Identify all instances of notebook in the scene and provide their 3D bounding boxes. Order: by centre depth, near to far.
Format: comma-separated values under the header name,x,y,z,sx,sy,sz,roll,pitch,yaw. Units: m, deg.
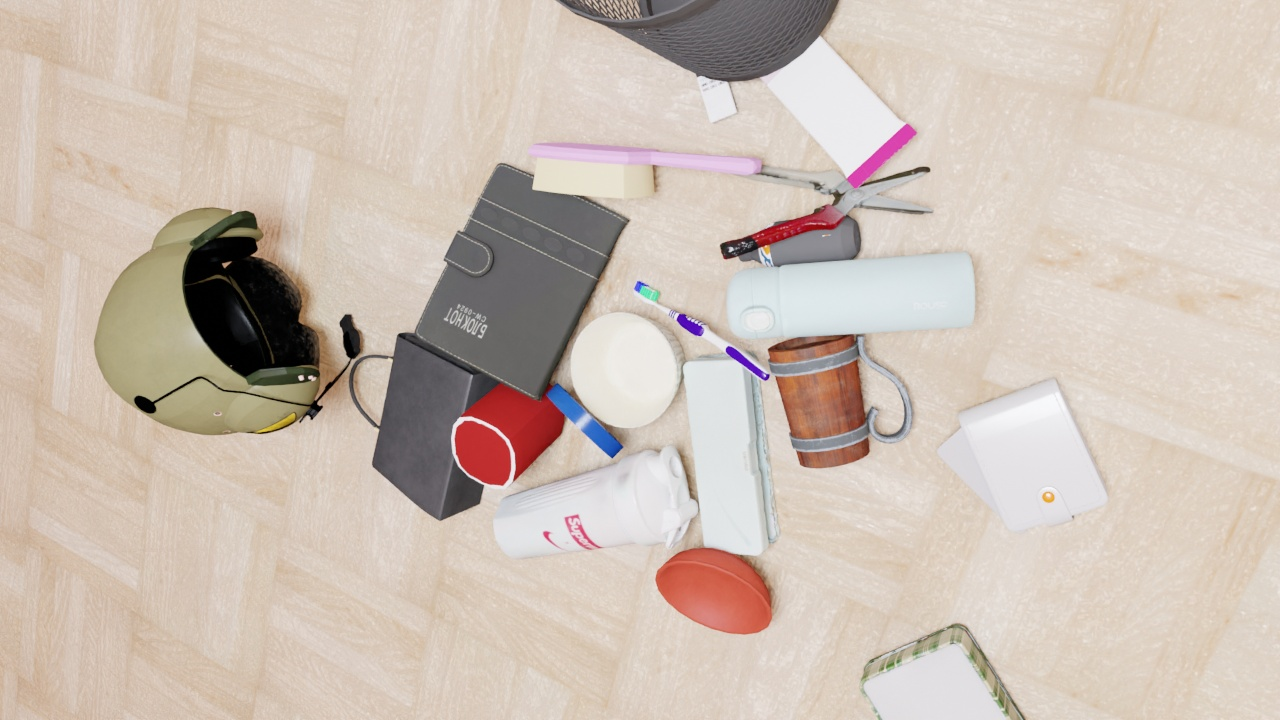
name,x,y,z,sx,sy,sz,roll,pitch,yaw
notebook,-0.129,-0.086,0.954,0.169,0.029,0.209,27,90,16

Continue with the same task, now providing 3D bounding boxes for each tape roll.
name,x,y,z,sx,sy,sz,roll,pitch,yaw
tape roll,-0.056,0.061,0.932,0.016,0.091,0.093,-46,104,-3

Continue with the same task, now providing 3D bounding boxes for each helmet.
name,x,y,z,sx,sy,sz,roll,pitch,yaw
helmet,-0.450,-0.032,1.004,0.233,0.255,0.250,-24,87,23

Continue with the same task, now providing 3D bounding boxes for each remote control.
name,x,y,z,sx,sy,sz,roll,pitch,yaw
remote control,0.062,-0.288,0.867,0.028,0.011,0.124,-16,92,26

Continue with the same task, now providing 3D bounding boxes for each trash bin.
name,x,y,z,sx,sy,sz,roll,pitch,yaw
trash bin,0.047,-0.345,0.730,0.218,0.227,0.218,1,92,24

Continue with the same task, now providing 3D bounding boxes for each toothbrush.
name,x,y,z,sx,sy,sz,roll,pitch,yaw
toothbrush,0.056,-0.031,0.886,0.187,0.015,0.016,36,110,36

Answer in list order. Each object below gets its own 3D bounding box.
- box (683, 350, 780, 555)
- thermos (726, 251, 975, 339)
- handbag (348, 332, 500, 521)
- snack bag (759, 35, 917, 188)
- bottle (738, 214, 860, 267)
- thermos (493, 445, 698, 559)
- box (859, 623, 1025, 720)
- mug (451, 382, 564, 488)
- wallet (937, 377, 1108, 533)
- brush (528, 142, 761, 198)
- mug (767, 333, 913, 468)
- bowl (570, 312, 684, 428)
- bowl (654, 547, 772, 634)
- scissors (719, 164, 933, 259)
name,x,y,z,sx,sy,sz,roll,pitch,yaw
box,0.086,0.092,0.907,0.083,0.067,0.199,-8,98,6
thermos,0.180,-0.055,0.803,0.207,0.077,0.065,-3,119,13
handbag,-0.264,0.056,1.054,0.196,0.072,0.176,23,108,24
snack bag,0.156,-0.247,0.818,0.070,0.016,0.196,-43,73,21
bottle,0.144,-0.107,0.843,0.113,0.046,0.047,-4,97,24
thermos,-0.047,0.158,0.960,0.221,0.099,0.099,-18,92,31
box,0.305,0.358,0.854,0.118,0.050,0.205,-36,84,23
mug,-0.140,0.086,0.976,0.080,0.096,0.117,22,127,18
wallet,0.328,0.090,0.800,0.115,0.037,0.118,-25,85,26
brush,0.002,-0.178,0.873,0.229,0.089,0.043,10,108,23
mug,0.184,0.032,0.839,0.117,0.081,0.111,-12,98,8
bowl,-0.005,0.005,0.924,0.115,0.062,0.115,5,101,24
bowl,0.078,0.225,0.921,0.122,0.035,0.122,17,139,15
scissors,0.150,-0.146,0.824,0.198,0.015,0.179,-33,51,-7
